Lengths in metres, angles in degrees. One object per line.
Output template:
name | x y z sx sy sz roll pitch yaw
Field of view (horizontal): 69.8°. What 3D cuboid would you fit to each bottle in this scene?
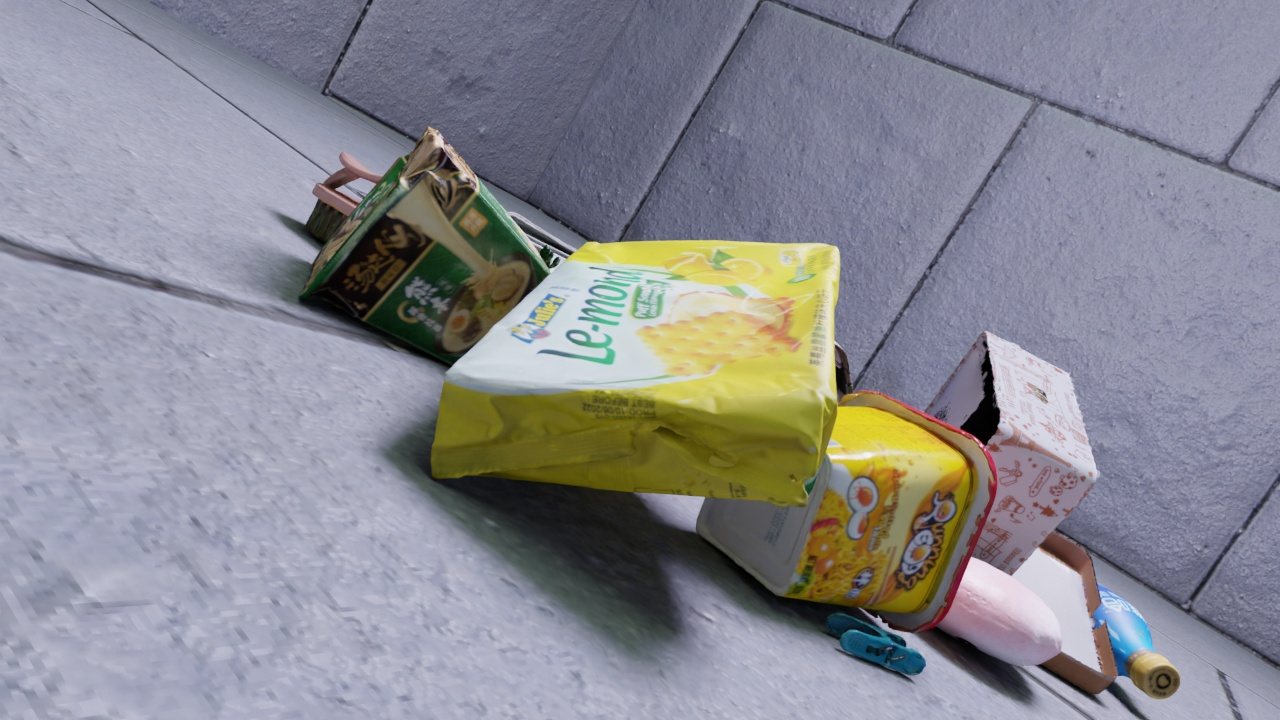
bottle | 0.389 0.225 0.798 0.065 0.065 0.218 30 8 -5

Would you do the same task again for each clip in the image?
clip | 0.117 0.141 0.456 0.057 0.014 0.045 25 8 -23

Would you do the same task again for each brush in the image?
brush | -0.180 -0.097 0.661 0.146 0.073 0.063 32 8 23

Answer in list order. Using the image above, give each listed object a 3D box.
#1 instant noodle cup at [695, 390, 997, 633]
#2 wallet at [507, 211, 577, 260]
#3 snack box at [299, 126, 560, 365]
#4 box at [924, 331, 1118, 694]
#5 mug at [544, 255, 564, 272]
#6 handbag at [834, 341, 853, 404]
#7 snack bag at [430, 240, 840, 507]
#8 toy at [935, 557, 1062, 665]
instant noodle cup | 0.107 0.077 0.495 0.123 0.116 0.116 10 13 -38
wallet | -0.116 -0.095 0.911 0.106 0.037 0.130 29 -22 -22
snack box | -0.121 -0.059 0.549 0.105 0.117 0.118 41 6 -22
box | 0.310 0.107 0.709 0.198 0.158 0.180 31 29 4
mug | -0.035 -0.002 0.602 0.106 0.082 0.111 29 37 -18
handbag | 0.098 0.007 0.790 0.145 0.098 0.197 -1 6 5
snack bag | 0.017 -0.001 0.449 0.158 0.068 0.245 2 22 13
toy | 0.198 0.145 0.601 0.159 0.054 0.121 33 0 11
